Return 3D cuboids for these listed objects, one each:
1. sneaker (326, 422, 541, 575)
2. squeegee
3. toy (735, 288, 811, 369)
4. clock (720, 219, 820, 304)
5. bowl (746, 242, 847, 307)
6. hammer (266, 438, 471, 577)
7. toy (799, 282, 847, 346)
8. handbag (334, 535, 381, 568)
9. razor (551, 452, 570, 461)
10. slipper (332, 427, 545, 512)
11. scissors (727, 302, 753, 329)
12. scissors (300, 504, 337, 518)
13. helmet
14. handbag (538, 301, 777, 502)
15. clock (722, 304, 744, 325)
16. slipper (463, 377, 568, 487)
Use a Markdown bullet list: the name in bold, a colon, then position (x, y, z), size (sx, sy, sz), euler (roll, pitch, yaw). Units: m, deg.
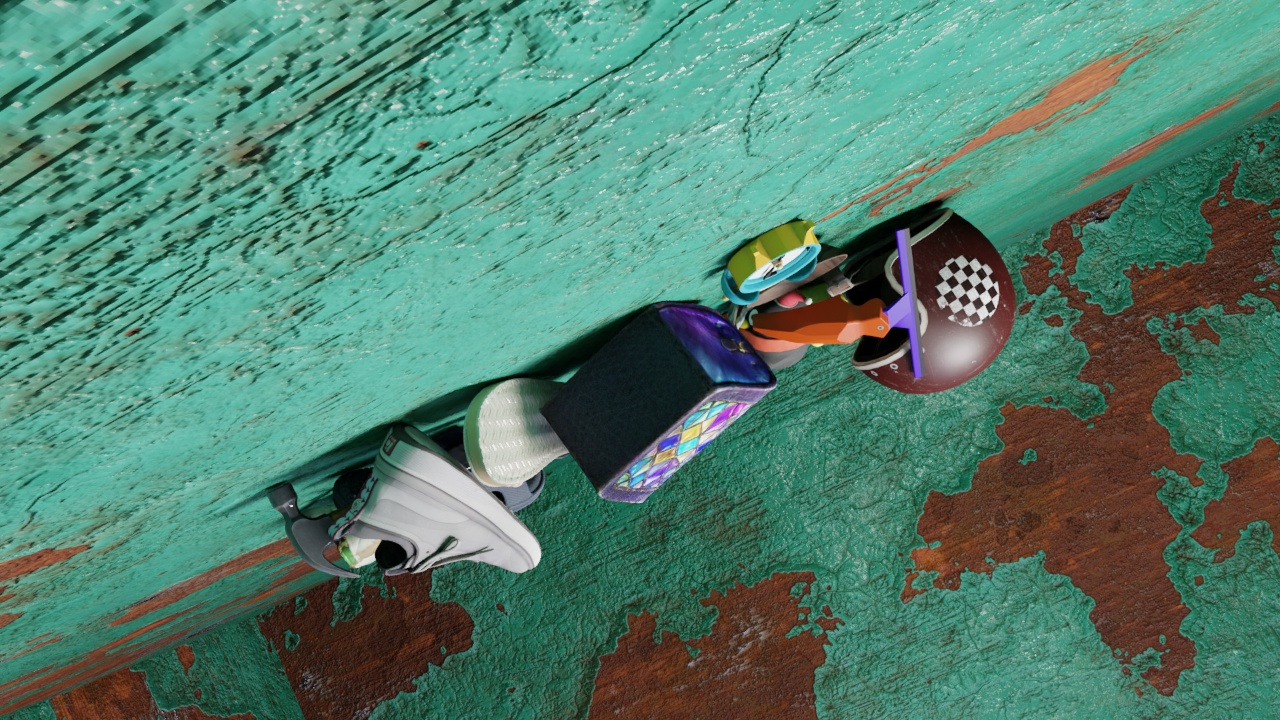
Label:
- **sneaker**: position (-0.200, 0.177, 0.939), size (0.128, 0.097, 0.263), euler (-48, 138, -8)
- **squeegee**: position (0.219, -0.045, 1.043), size (0.185, 0.055, 0.250), euler (0, 142, 22)
- **toy**: position (0.168, -0.049, 1.149), size (0.099, 0.097, 0.119), euler (-12, 130, -9)
- **clock**: position (0.125, -0.092, 0.869), size (0.099, 0.043, 0.130), euler (-25, 167, -7)
- **bowl**: position (0.161, -0.099, 0.988), size (0.119, 0.032, 0.119), euler (-25, 174, -3)
- **hammer**: position (-0.223, 0.120, 0.998), size (0.332, 0.118, 0.025), euler (-28, -176, -35)
- **toy**: position (0.272, -0.074, 1.405), size (0.149, 0.084, 0.213), euler (-38, 167, 32)
- **handbag**: position (-0.297, 0.192, 1.198), size (0.194, 0.072, 0.139), euler (-30, -174, -7)
- **razor**: position (-0.149, 0.126, 1.199), size (0.141, 0.053, 0.063), euler (-31, 180, 13)
- **slipper**: position (-0.220, 0.129, 1.066), size (0.263, 0.101, 0.083), euler (-3, 127, -37)
- **scissors**: position (0.112, -0.031, 1.095), size (0.165, 0.014, 0.141), euler (120, -14, -49)
- **scissors**: position (-0.361, 0.176, 1.144), size (0.179, 0.015, 0.199), euler (-20, -175, 7)
- **helmet**: position (0.349, -0.080, 1.173), size (0.233, 0.253, 0.233), euler (-34, -176, -4)
- **handbag**: position (0.026, 0.046, 0.991), size (0.205, 0.125, 0.221), euler (-43, 161, 15)
- **clock**: position (0.137, -0.047, 1.262), size (0.125, 0.044, 0.087), euler (-30, 172, 28)
- **slipper**: position (-0.125, 0.075, 0.974), size (0.052, 0.115, 0.262), euler (-9, -179, 18)
